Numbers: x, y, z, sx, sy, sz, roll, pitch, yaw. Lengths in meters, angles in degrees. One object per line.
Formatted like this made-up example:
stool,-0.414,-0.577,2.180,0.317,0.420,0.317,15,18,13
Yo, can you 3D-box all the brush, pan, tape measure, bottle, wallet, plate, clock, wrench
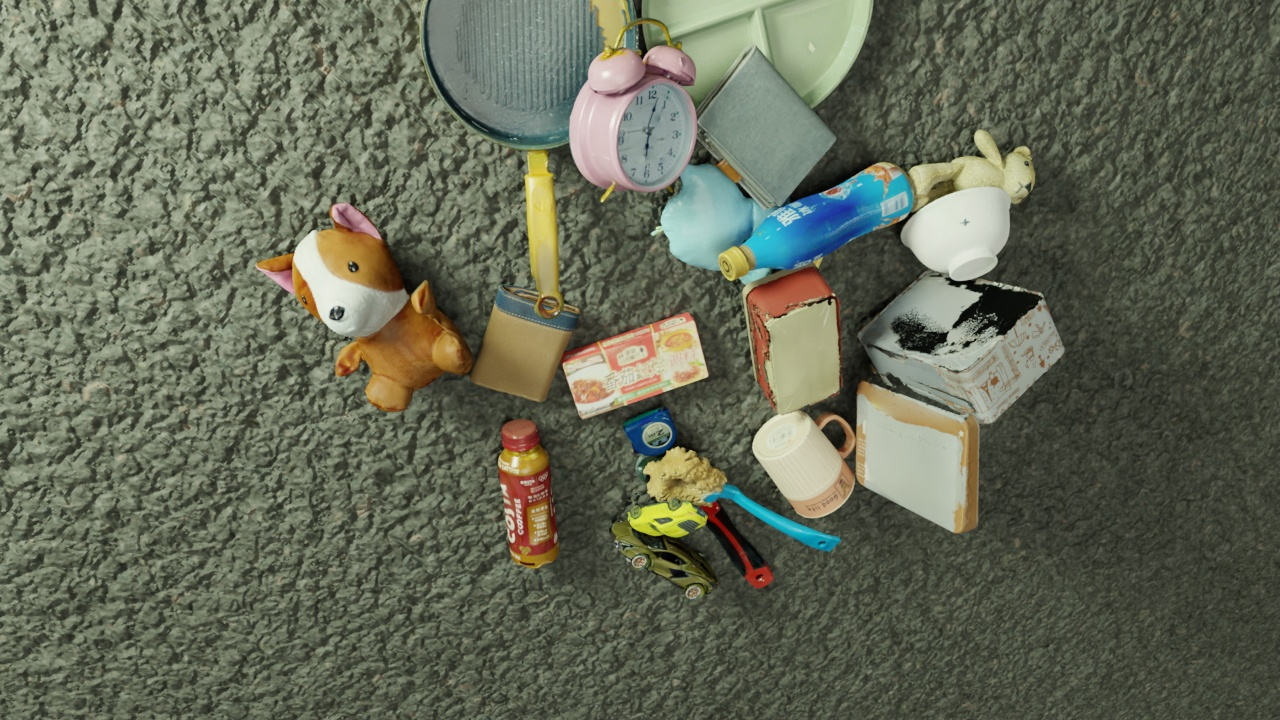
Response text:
brush,0.122,0.171,1.076,0.254,0.045,0.083,26,125,-11
pan,-0.097,-0.215,0.859,0.197,0.078,0.358,-5,116,-10
tape measure,0.013,0.083,1.060,0.058,0.025,0.054,-24,120,3
bottle,-0.128,0.151,1.041,0.057,0.057,0.175,-8,117,-9
wallet,0.116,-0.224,0.900,0.129,0.037,0.106,39,92,-27
bottle,0.178,-0.136,0.939,0.218,0.065,0.065,-26,119,-17
wallet,-0.123,-0.017,0.976,0.090,0.033,0.115,15,112,-17
plate,0.111,-0.339,0.877,0.230,0.027,0.230,-5,116,-11
clock,-0.002,-0.227,0.833,0.117,0.060,0.159,-17,120,-38
wrench,0.088,0.199,1.139,0.056,0.016,0.273,-37,117,10

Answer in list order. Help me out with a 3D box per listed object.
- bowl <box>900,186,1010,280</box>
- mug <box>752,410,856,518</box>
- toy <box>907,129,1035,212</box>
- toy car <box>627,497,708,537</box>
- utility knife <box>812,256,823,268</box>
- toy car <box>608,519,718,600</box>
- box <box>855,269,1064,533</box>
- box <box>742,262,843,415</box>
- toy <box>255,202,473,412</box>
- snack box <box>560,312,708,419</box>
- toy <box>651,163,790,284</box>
bowl,0.346,-0.125,0.981,0.118,0.064,0.118,-10,157,-5
mug,0.204,0.112,1.090,0.114,0.082,0.106,-43,116,-7
toy,0.353,-0.191,0.982,0.157,0.066,0.105,-10,123,-16
toy car,0.029,0.186,1.062,0.105,0.032,0.048,-18,139,41
utility knife,0.182,-0.091,1.024,0.031,0.021,0.205,13,117,-20
toy car,0.029,0.238,1.113,0.158,0.070,0.042,31,104,-25
box,0.321,0.034,0.995,0.134,0.179,0.270,21,94,-28
box,0.168,-0.014,0.990,0.091,0.076,0.168,-21,139,-4
toy,-0.263,-0.047,0.885,0.140,0.130,0.199,-31,109,9
snack box,-0.006,0.006,1.017,0.153,0.025,0.075,-18,118,-4
toy,0.089,-0.139,0.956,0.156,0.050,0.161,-23,122,-13
